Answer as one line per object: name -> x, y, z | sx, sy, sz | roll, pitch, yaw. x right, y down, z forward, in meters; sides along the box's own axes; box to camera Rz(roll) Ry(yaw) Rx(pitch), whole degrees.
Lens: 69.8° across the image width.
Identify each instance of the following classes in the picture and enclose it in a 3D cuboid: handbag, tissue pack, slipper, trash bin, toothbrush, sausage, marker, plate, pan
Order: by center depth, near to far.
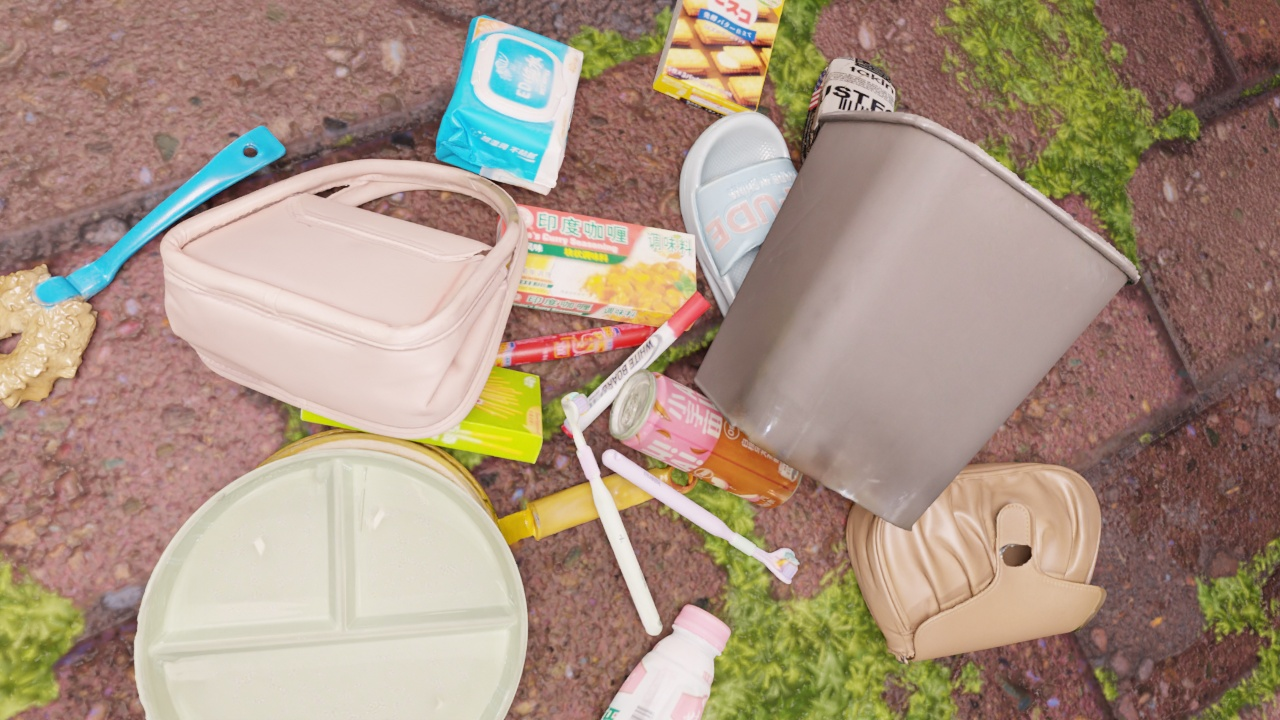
plate -> -0.186, 0.169, 0.571 | 0.230, 0.027, 0.230 | 1, 85, -11
handbag -> -0.166, -0.069, 0.606 | 0.193, 0.094, 0.233 | 17, 44, 10
trash bin -> 0.168, -0.026, 0.632 | 0.198, 0.199, 0.220 | 29, 98, -16
pan -> -0.117, 0.125, 0.644 | 0.357, 0.078, 0.197 | -14, 89, -13
toothbrush -> -0.018, 0.112, 0.650 | 0.020, 0.029, 0.189 | -17, 102, 8
tissue pack -> -0.095, -0.192, 0.680 | 0.090, 0.063, 0.139 | 16, 53, -15
marker -> -0.004, 0.004, 0.689 | 0.145, 0.017, 0.017 | -44, 95, 2
toothbrush -> 0.047, 0.117, 0.690 | 0.189, 0.021, 0.029 | 34, 46, -21
sausage -> -0.053, -0.012, 0.701 | 0.155, 0.020, 0.020 | -10, 83, -18
handbag -> 0.273, 0.156, 0.731 | 0.204, 0.100, 0.147 | -6, 85, -15
slipper -> 0.104, -0.083, 0.735 | 0.104, 0.074, 0.245 | -15, 87, -18

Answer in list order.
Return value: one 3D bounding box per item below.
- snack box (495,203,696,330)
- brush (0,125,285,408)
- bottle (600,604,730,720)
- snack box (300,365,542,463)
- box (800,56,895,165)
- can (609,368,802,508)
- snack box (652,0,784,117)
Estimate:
snack box -> -0.033, -0.071, 0.706 | 0.155, 0.027, 0.077 | 7, 63, -16
brush -> -0.341, -0.070, 0.603 | 0.254, 0.046, 0.083 | -44, 91, -14
bottle -> 0.001, 0.268, 0.646 | 0.068, 0.068, 0.196 | 36, 68, -8
snack box -> -0.146, 0.024, 0.634 | 0.156, 0.085, 0.026 | 13, 117, -14
box -> 0.165, -0.190, 0.773 | 0.075, 0.076, 0.163 | 23, 54, -9
can -> 0.052, 0.060, 0.686 | 0.147, 0.058, 0.057 | 27, 73, -24
snack box -> 0.070, -0.281, 0.782 | 0.087, 0.034, 0.140 | 19, 74, -14
